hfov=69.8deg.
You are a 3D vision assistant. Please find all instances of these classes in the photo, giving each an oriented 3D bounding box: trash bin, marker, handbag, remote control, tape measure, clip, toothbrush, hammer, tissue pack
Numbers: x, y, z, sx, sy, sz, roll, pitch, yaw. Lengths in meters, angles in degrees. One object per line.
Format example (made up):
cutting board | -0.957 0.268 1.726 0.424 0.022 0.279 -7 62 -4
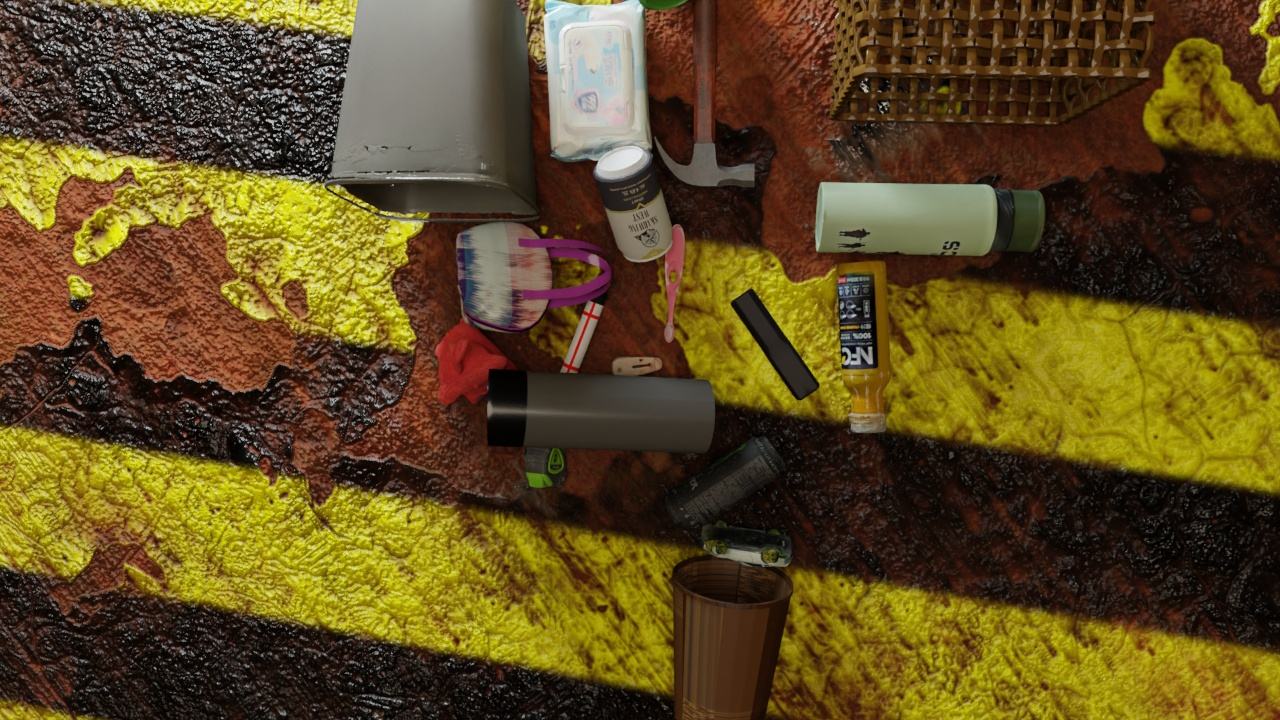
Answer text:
trash bin | -0.209 -0.273 0.974 0.197 0.197 0.220 2 88 7
marker | -0.072 -0.012 1.057 0.019 0.019 0.145 22 96 4
handbag | -0.117 -0.097 1.022 0.170 0.068 0.144 -4 64 -8
remote control | 0.152 -0.018 1.035 0.032 0.015 0.136 -35 90 7
tape measure | -0.111 0.115 1.048 0.036 0.065 0.058 3 85 20
clip | -0.006 0.006 1.042 0.060 0.039 0.024 -8 94 11
toothbrush | 0.037 -0.087 1.042 0.021 0.016 0.135 4 95 5
hammer | 0.071 -0.342 1.015 0.111 0.028 0.300 0 94 5
tissue pack | -0.046 -0.309 1.008 0.112 0.070 0.182 -3 93 4

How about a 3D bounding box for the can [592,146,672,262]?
can | -0.005 -0.164 0.996 0.064 0.064 0.127 -14 129 6

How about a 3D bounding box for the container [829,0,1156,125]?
container | 0.328 -0.360 0.891 0.252 0.219 0.214 3 94 5

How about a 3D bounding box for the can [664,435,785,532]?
can | 0.094 0.139 1.033 0.138 0.054 0.054 -34 90 7

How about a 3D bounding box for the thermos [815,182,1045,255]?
thermos | 0.308 -0.154 0.983 0.231 0.082 0.082 2 94 6

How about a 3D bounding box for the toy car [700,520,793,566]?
toy car | 0.120 0.211 1.040 0.105 0.048 0.033 9 114 5

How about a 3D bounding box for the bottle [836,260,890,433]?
bottle | 0.246 -0.015 1.007 0.053 0.053 0.186 -3 94 6

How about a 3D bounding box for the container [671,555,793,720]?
container | 0.094 0.319 1.015 0.132 0.132 0.167 5 100 5

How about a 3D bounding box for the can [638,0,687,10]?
can | 0.009 -0.455 0.973 0.083 0.083 0.144 -25 77 7

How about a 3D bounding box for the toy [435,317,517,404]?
toy | -0.203 -0.006 1.021 0.088 0.133 0.094 -33 81 -3

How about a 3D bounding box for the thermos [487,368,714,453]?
thermos | -0.046 0.056 0.994 0.240 0.082 0.082 3 94 -11
